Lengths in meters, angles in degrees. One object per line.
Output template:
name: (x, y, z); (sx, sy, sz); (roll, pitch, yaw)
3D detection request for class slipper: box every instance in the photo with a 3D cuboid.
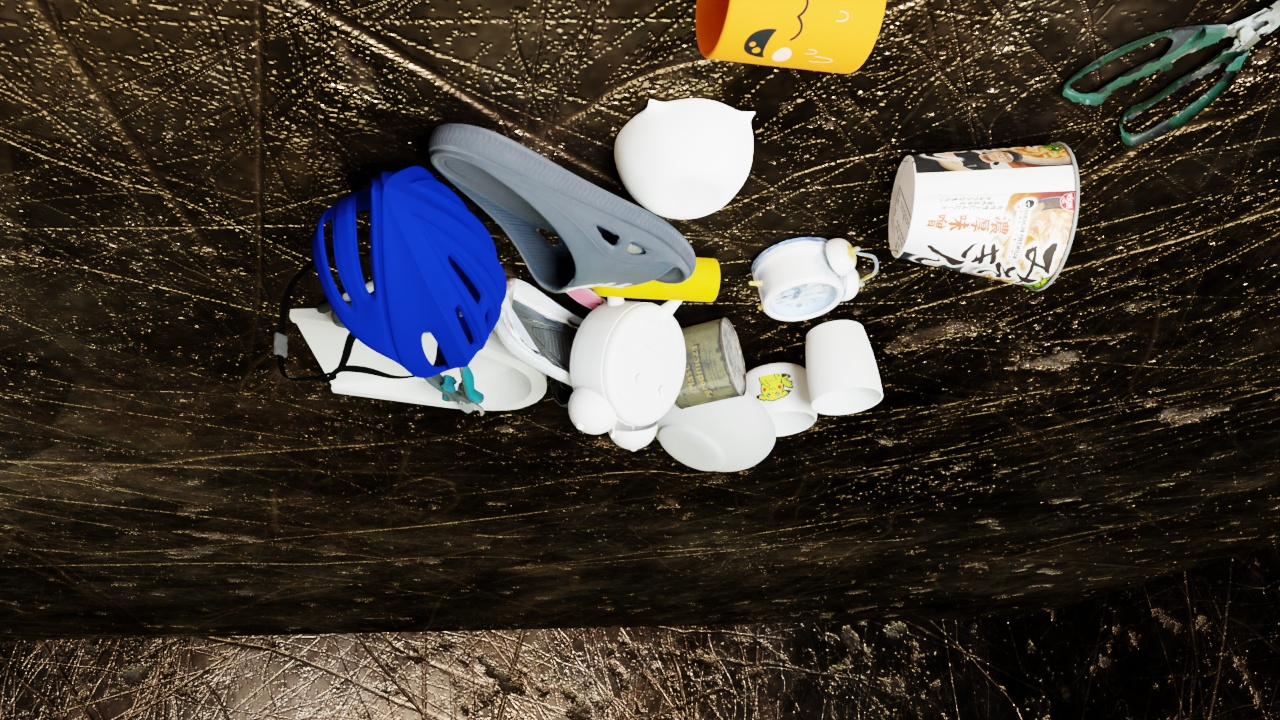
slipper: (-0.080, 0.003, 0.979); (0.063, 0.111, 0.263); (-26, 146, 20)
slipper: (-0.061, -0.101, 0.754); (0.268, 0.083, 0.111); (25, 170, -39)

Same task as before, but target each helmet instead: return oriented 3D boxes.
helmet: (-0.229, -0.060, 0.770); (0.228, 0.147, 0.242); (-12, 154, 6)

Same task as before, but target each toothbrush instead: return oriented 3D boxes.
toothbrush: (-0.036, -0.057, 0.965); (0.022, 0.016, 0.135); (-24, 148, 32)

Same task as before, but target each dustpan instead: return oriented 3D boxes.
dustpan: (-0.235, 0.008, 1.025); (0.257, 0.053, 0.192); (-2, 154, -5)

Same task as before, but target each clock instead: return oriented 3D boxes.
clock: (-0.006, 0.006, 0.929); (0.073, 0.160, 0.125); (8, 167, 40)
clock: (0.172, -0.083, 0.907); (0.125, 0.052, 0.089); (-14, 152, 13)

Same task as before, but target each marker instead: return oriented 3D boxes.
marker: (-0.264, -0.073, 0.901); (0.152, 0.011, 0.011); (-19, 151, 27)

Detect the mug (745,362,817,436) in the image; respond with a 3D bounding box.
mug: (0.163, 0.051, 1.161); (0.116, 0.068, 0.094); (-10, 154, 11)

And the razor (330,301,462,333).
razor: (-0.235, -0.049, 0.911); (0.143, 0.052, 0.047); (-2, 164, 2)

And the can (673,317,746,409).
can: (0.069, 0.004, 1.023); (0.075, 0.089, 0.090); (-13, 153, 18)

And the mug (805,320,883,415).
mug: (0.233, 0.014, 1.073); (0.081, 0.087, 0.114); (-8, 154, 6)

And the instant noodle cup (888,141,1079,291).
instant noodle cup: (0.281, -0.125, 0.773); (0.122, 0.123, 0.124); (5, 155, 2)

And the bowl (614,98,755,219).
bowl: (0.037, -0.152, 0.738); (0.114, 0.050, 0.115); (-4, 154, -2)

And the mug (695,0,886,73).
mug: (0.093, -0.237, 0.559); (0.096, 0.077, 0.113); (2, 123, -13)

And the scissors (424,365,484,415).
scissors: (-0.205, 0.029, 1.016); (0.154, 0.019, 0.126); (26, 150, -36)

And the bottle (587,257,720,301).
bottle: (0.002, -0.081, 0.888); (0.143, 0.043, 0.043); (2, 154, -13)

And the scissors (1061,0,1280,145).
scissors: (0.441, -0.225, 0.692); (0.210, 0.015, 0.137); (-21, 147, 34)

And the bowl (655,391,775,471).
bowl: (0.074, 0.086, 1.131); (0.177, 0.066, 0.177); (23, 149, 14)
